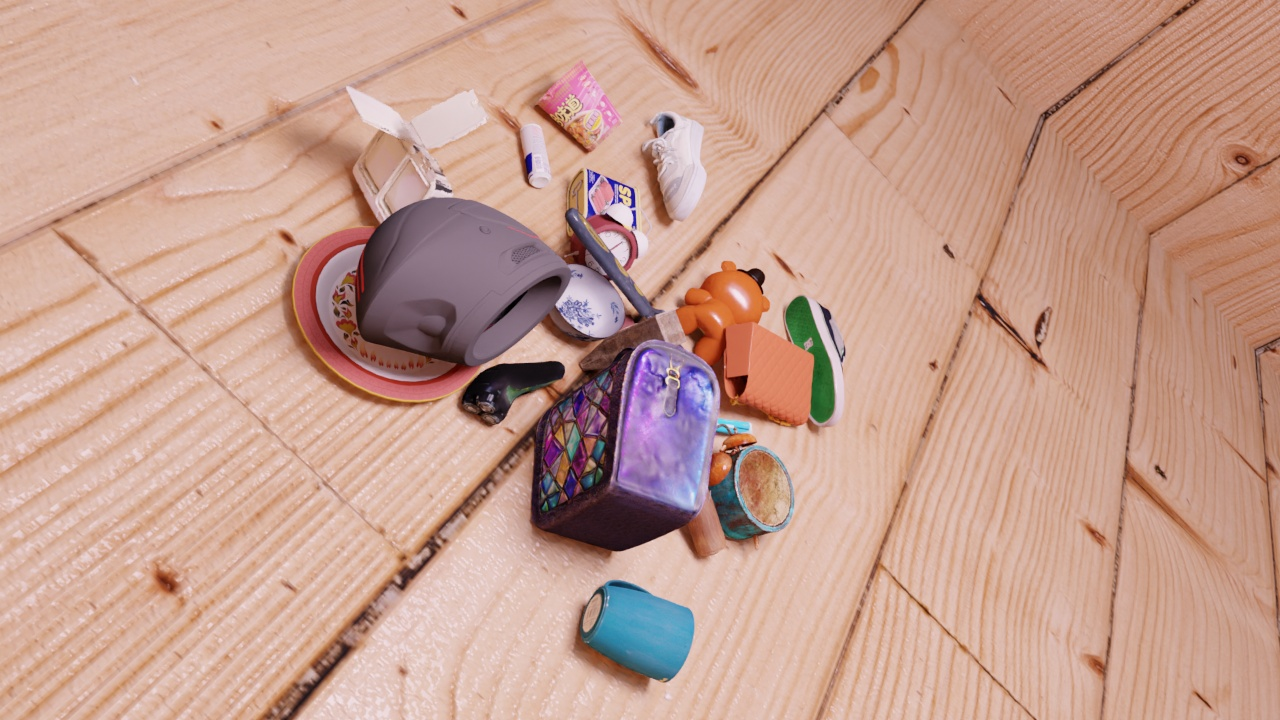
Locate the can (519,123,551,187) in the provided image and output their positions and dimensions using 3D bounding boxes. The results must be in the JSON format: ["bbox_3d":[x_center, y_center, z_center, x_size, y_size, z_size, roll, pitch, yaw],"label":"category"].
[{"bbox_3d":[-0.150,-0.292,1.308,0.032,0.032,0.095,8,57,-36],"label":"can"}]

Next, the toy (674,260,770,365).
[{"bbox_3d":[0.125,-0.077,1.341,0.175,0.096,0.112,-42,91,-19],"label":"toy"}]

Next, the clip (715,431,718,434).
[{"bbox_3d":[0.094,0.079,1.267,0.035,0.013,0.051,9,59,-34],"label":"clip"}]

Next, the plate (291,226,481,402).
[{"bbox_3d":[-0.281,-0.052,1.044,0.229,0.021,0.229,21,50,-27],"label":"plate"}]

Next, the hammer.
[{"bbox_3d":[0.033,0.101,1.139,0.037,0.158,0.301,-21,89,-45],"label":"hammer"}]

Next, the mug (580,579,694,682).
[{"bbox_3d":[-0.009,0.284,1.004,0.104,0.085,0.112,25,20,-17],"label":"mug"}]

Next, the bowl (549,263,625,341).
[{"bbox_3d":[-0.080,-0.068,1.201,0.114,0.045,0.114,21,50,-28],"label":"bowl"}]

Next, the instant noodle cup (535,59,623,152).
[{"bbox_3d":[-0.086,-0.378,1.382,0.108,0.098,0.097,46,43,-14],"label":"instant noodle cup"}]

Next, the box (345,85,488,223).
[{"bbox_3d":[-0.274,-0.247,1.031,0.106,0.193,0.143,12,36,-53],"label":"box"}]

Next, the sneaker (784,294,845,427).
[{"bbox_3d":[0.289,0.004,1.428,0.079,0.084,0.234,18,48,-29],"label":"sneaker"}]

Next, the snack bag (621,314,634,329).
[{"bbox_3d":[-0.007,0.007,1.233,0.056,0.013,0.157,-6,66,-39],"label":"snack bag"}]

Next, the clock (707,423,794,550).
[{"bbox_3d":[0.127,0.158,1.192,0.121,0.074,0.157,-38,100,-46],"label":"clock"}]

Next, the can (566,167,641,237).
[{"bbox_3d":[-0.053,-0.213,1.316,0.092,0.057,0.116,18,52,-28],"label":"can"}]

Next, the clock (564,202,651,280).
[{"bbox_3d":[-0.041,-0.160,1.251,0.087,0.124,0.044,56,-2,-36],"label":"clock"}]

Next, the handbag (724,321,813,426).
[{"bbox_3d":[0.180,0.025,1.317,0.171,0.060,0.108,23,65,-47],"label":"handbag"}]

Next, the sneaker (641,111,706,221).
[{"bbox_3d":[0.047,-0.313,1.451,0.090,0.090,0.241,23,43,-20],"label":"sneaker"}]

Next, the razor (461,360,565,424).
[{"bbox_3d":[-0.145,0.033,1.086,0.151,0.054,0.067,-16,100,-52],"label":"razor"}]

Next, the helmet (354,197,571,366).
[{"bbox_3d":[-0.207,-0.093,0.995,0.170,0.165,0.263,41,34,7],"label":"helmet"}]

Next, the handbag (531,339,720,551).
[{"bbox_3d":[-0.019,0.085,1.036,0.125,0.205,0.221,22,56,-26],"label":"handbag"}]

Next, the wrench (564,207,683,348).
[{"bbox_3d":[-0.017,-0.098,1.234,0.273,0.022,0.073,50,23,-31],"label":"wrench"}]

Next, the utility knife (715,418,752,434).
[{"bbox_3d":[0.104,0.090,1.247,0.151,0.015,0.022,10,82,-46],"label":"utility knife"}]
